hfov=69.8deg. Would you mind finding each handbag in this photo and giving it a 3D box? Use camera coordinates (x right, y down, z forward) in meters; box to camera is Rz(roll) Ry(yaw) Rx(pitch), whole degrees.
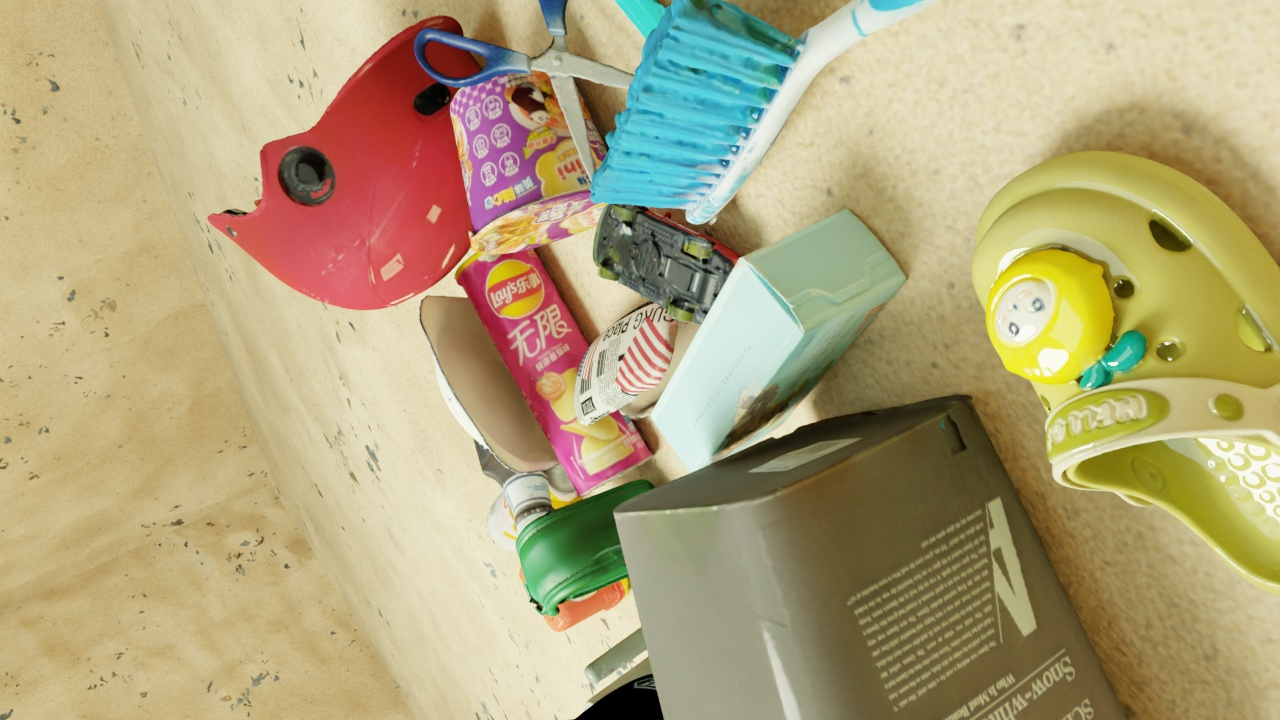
[{"bbox_3d":[-0.032,0.162,0.755,0.068,0.131,0.120,59,157,28],"label":"handbag"}]

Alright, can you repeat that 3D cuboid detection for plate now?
[{"bbox_3d":[-0.119,0.023,0.766,0.034,0.163,0.164,-33,80,20],"label":"plate"}]

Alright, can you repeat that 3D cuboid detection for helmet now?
[{"bbox_3d":[0.044,0.344,0.675,0.234,0.229,0.275,-4,112,44],"label":"helmet"},{"bbox_3d":[-0.186,-0.131,0.708,0.241,0.206,0.144,-35,99,30],"label":"helmet"}]

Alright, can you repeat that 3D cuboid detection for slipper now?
[{"bbox_3d":[0.185,0.012,0.322,0.190,0.081,0.092,54,148,12],"label":"slipper"}]

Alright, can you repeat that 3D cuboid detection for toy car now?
[{"bbox_3d":[0.018,-0.060,0.565,0.120,0.045,0.053,33,116,38],"label":"toy car"}]

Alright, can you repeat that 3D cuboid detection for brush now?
[{"bbox_3d":[0.065,-0.142,0.404,0.109,0.060,0.315,20,156,-10],"label":"brush"}]

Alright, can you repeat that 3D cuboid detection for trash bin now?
[{"bbox_3d":[0.109,0.148,0.459,0.199,0.198,0.219,-19,90,60],"label":"trash bin"}]

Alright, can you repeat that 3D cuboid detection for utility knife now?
[{"bbox_3d":[-0.034,-0.251,0.534,0.221,0.013,0.029,54,151,12],"label":"utility knife"}]

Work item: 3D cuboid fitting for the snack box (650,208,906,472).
[{"bbox_3d":[0.068,-0.003,0.507,0.051,0.074,0.175,55,151,17],"label":"snack box"}]

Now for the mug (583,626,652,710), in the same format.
[{"bbox_3d":[0.007,0.299,0.831,0.084,0.103,0.124,13,125,55],"label":"mug"}]

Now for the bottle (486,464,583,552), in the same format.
[{"bbox_3d":[-0.102,0.141,0.914,0.068,0.067,0.190,58,148,10],"label":"bottle"}]

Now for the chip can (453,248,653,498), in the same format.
[{"bbox_3d":[-0.070,0.004,0.748,0.210,0.071,0.072,60,152,6],"label":"chip can"}]

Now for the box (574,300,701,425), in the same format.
[{"bbox_3d":[-0.012,0.002,0.639,0.164,0.081,0.075,-32,76,63],"label":"box"}]

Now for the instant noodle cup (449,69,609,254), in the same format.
[{"bbox_3d":[-0.072,-0.135,0.605,0.112,0.111,0.099,-22,86,62],"label":"instant noodle cup"}]

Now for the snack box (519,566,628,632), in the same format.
[{"bbox_3d":[-0.068,0.215,0.908,0.091,0.080,0.082,55,150,15],"label":"snack box"}]

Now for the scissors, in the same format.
[{"bbox_3d":[-0.060,-0.188,0.553,0.012,0.162,0.175,17,-110,-78],"label":"scissors"}]

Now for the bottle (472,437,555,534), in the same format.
[{"bbox_3d":[-0.114,0.082,0.836,0.080,0.044,0.194,-45,50,29],"label":"bottle"}]
